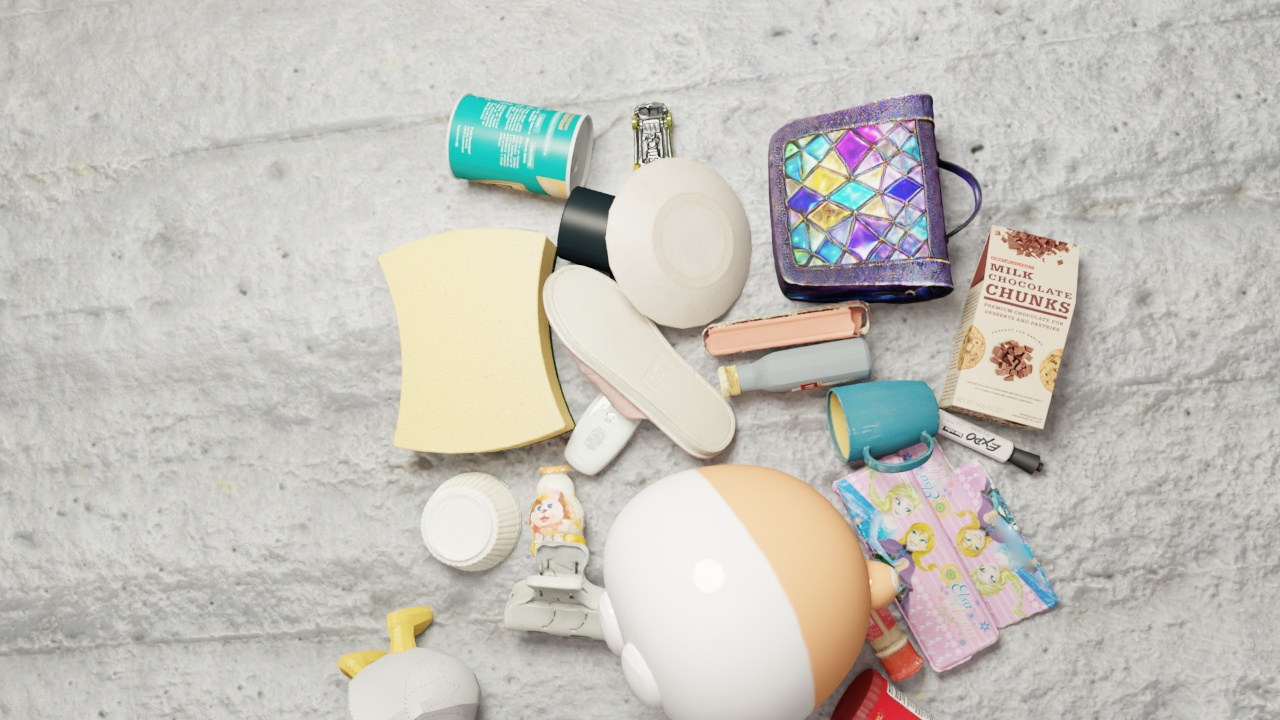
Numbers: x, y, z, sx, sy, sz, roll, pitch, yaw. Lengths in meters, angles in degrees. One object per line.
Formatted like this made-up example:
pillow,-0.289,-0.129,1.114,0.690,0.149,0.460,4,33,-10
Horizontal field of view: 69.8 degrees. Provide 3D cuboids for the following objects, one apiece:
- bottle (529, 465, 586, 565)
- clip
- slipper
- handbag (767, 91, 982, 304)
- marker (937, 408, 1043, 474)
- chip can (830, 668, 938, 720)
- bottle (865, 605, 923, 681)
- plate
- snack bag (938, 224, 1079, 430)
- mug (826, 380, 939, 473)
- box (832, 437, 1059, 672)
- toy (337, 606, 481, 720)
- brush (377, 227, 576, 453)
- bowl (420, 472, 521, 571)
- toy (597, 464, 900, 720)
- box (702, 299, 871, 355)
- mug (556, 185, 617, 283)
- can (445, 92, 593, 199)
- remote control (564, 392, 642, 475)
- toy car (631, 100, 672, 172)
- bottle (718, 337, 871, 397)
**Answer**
bottle,-0.094,0.173,1.032,0.063,0.063,0.108,-5,84,6
clip,-0.086,0.265,0.995,0.125,0.148,0.081,3,45,4
slipper,-0.006,0.006,1.024,0.274,0.055,0.113,45,53,-4
handbag,0.252,-0.167,0.993,0.222,0.125,0.204,-5,84,8
marker,0.380,0.090,1.007,0.126,0.025,0.025,25,88,8
chip can,0.308,0.421,0.956,0.213,0.087,0.087,35,89,7
bottle,0.260,0.290,0.994,0.044,0.044,0.109,-33,82,2
plate,0.051,-0.131,1.009,0.188,0.027,0.188,0,90,-29
snack bag,0.402,-0.037,0.993,0.094,0.070,0.206,15,87,7
mug,0.266,0.072,0.984,0.104,0.085,0.112,-11,45,-3
box,0.333,0.200,1.001,0.159,0.035,0.230,-28,83,1
toy,-0.223,0.397,0.974,0.141,0.246,0.267,-42,60,1
brush,-0.186,-0.020,1.053,0.195,0.075,0.250,-7,84,6
bowl,-0.198,0.186,1.043,0.115,0.062,0.115,-1,85,6
toy,0.101,0.233,0.914,0.280,0.262,0.266,-21,125,-14
box,0.160,-0.034,1.013,0.187,0.053,0.058,-10,64,17
mug,-0.041,-0.129,1.050,0.094,0.085,0.122,16,115,7
can,-0.137,-0.245,1.055,0.144,0.099,0.099,12,86,7
remote control,-0.041,0.079,1.052,0.060,0.028,0.114,34,87,7
toy car,0.015,-0.251,1.073,0.049,0.030,0.107,-2,87,7
bottle,0.168,0.011,1.013,0.161,0.072,0.046,-10,86,5
